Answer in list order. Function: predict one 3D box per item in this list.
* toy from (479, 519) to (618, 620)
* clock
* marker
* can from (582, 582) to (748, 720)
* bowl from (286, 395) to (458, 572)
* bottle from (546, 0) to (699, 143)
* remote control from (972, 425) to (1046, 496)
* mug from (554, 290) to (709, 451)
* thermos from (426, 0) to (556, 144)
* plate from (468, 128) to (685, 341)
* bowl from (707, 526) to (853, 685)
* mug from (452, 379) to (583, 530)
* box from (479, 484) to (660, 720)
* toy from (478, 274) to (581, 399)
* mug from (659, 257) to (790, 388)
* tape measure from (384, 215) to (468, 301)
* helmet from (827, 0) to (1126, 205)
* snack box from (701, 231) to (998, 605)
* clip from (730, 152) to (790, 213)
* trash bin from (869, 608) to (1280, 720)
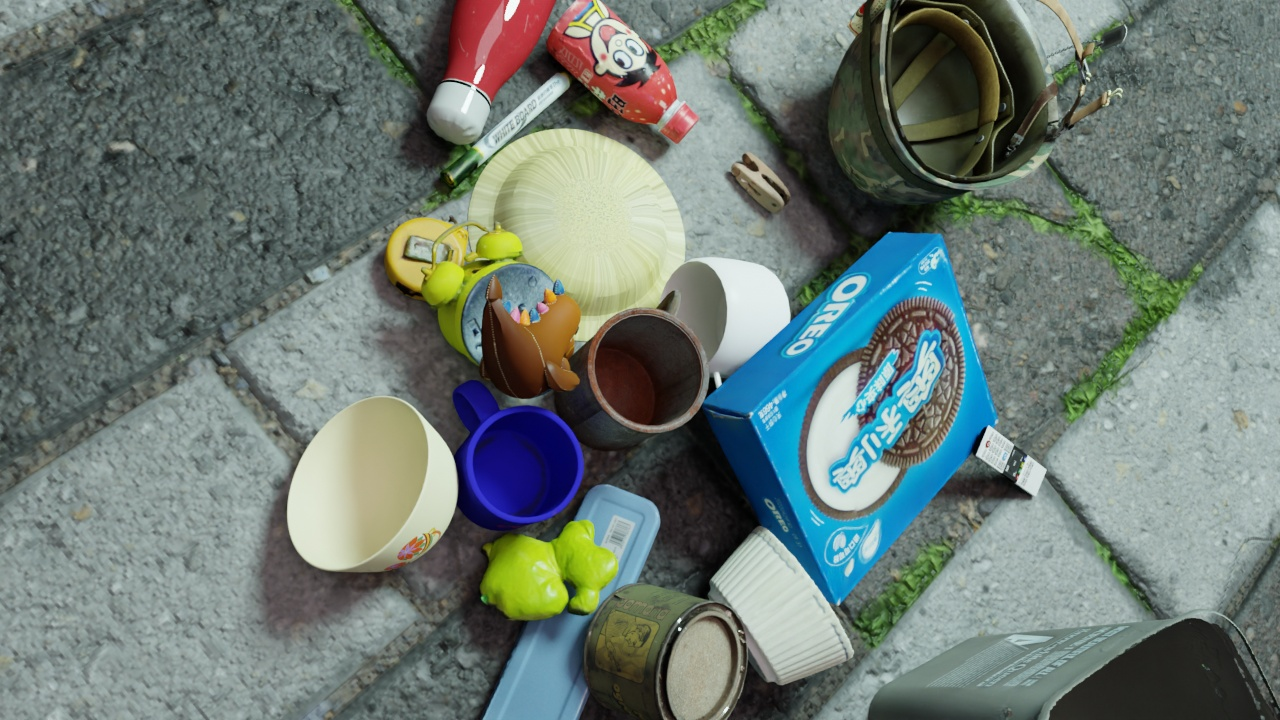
[{"bbox_3d":[-0.067,0.149,0.648,0.093,0.036,0.094,-37,52,-11],"label":"toy"},{"bbox_3d":[-0.109,-0.045,0.667,0.083,0.057,0.119,-37,123,-23],"label":"clock"},{"bbox_3d":[-0.108,-0.190,0.748,0.017,0.017,0.146,44,67,-5],"label":"marker"},{"bbox_3d":[0.018,0.204,0.630,0.089,0.075,0.090,0,90,-44],"label":"can"},{"bbox_3d":[-0.167,0.092,0.620,0.074,0.118,0.117,43,58,-52],"label":"bowl"},{"bbox_3d":[-0.010,-0.239,0.770,0.137,0.062,0.061,40,67,-5],"label":"bottle"},{"bbox_3d":[0.323,0.089,0.804,0.124,0.012,0.028,29,83,-40],"label":"remote control"},{"bbox_3d":[-0.004,0.004,0.688,0.096,0.110,0.122,34,68,-14],"label":"mug"},{"bbox_3d":[-0.112,-0.280,0.738,0.073,0.073,0.239,22,71,-13],"label":"thermos"},{"bbox_3d":[-0.043,-0.109,0.739,0.184,0.036,0.184,5,75,-18],"label":"plate"},{"bbox_3d":[0.097,0.188,0.681,0.062,0.115,0.115,-33,89,-8],"label":"bowl"},{"bbox_3d":[-0.098,0.065,0.651,0.079,0.084,0.111,-31,88,-23],"label":"mug"},{"bbox_3d":[-0.051,0.194,0.674,0.067,0.052,0.209,21,67,10],"label":"box"},{"bbox_3d":[-0.074,-0.027,0.620,0.071,0.103,0.090,8,43,25],"label":"toy"},{"bbox_3d":[0.068,-0.023,0.720,0.068,0.095,0.115,2,68,-36],"label":"mug"},{"bbox_3d":[-0.163,-0.078,0.694,0.059,0.030,0.068,13,72,-18],"label":"tape measure"},{"bbox_3d":[0.268,-0.242,0.770,0.192,0.236,0.224,33,79,-14],"label":"helmet"},{"bbox_3d":[0.176,0.042,0.726,0.238,0.056,0.195,-41,120,-24],"label":"snack box"},{"bbox_3d":[0.108,-0.160,0.814,0.061,0.026,0.049,13,69,-9],"label":"clip"},{"bbox_3d":[0.304,0.295,0.661,0.197,0.221,0.197,-18,83,-23],"label":"trash bin"}]
